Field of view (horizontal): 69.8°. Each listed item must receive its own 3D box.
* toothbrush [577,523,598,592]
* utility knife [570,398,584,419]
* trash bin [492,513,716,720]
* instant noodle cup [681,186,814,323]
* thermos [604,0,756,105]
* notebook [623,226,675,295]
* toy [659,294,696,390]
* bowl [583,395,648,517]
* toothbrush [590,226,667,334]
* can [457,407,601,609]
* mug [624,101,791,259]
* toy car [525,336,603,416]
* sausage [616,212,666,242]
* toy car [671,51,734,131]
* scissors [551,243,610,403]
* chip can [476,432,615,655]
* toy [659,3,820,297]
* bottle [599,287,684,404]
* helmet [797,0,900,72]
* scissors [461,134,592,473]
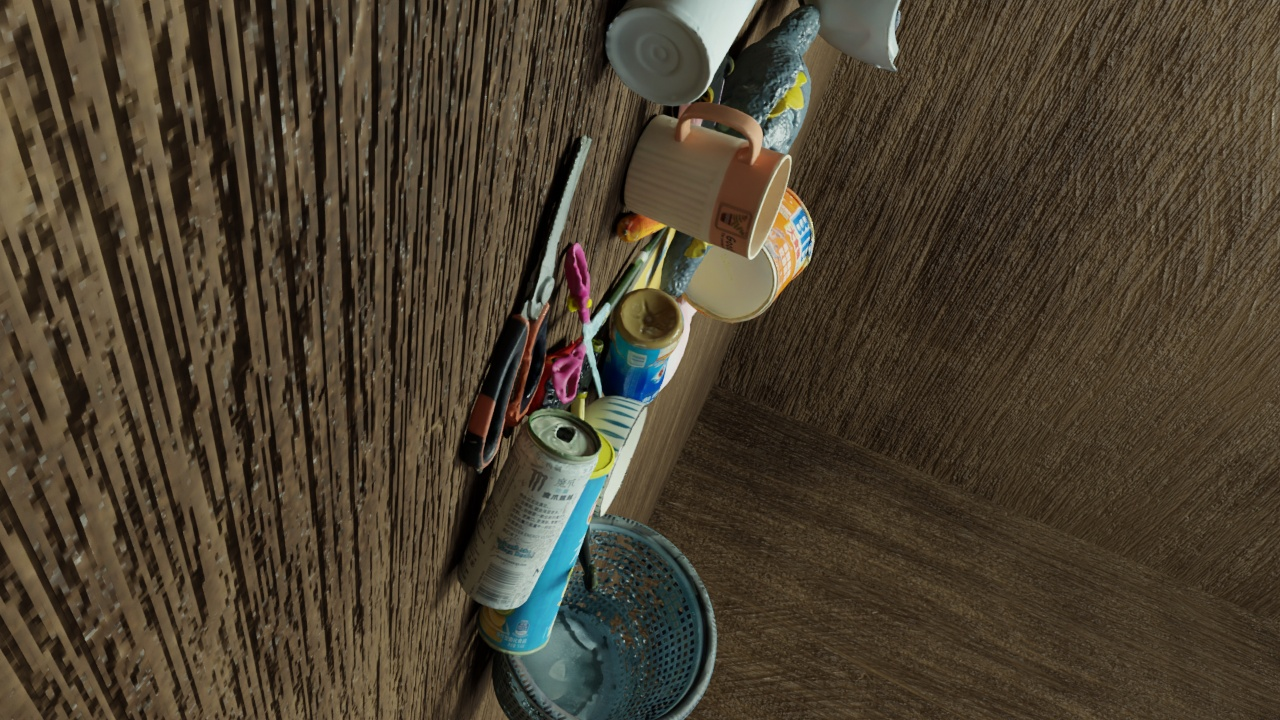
[{"bbox_3d":[-0.058,0.159,0.861,0.212,0.026,0.027,-124,-140,-72],"label":"toothbrush"},{"bbox_3d":[-0.057,0.079,0.807,0.031,0.018,0.163,-159,-114,-64],"label":"utility knife"},{"bbox_3d":[-0.063,0.303,0.961,0.196,0.226,0.225,-56,-177,49],"label":"trash bin"},{"bbox_3d":[0.110,-0.121,1.032,0.111,0.151,0.152,-56,167,-50],"label":"instant noodle cup"},{"bbox_3d":[0.051,-0.248,0.551,0.070,0.070,0.219,100,14,-60],"label":"thermos"},{"bbox_3d":[0.004,-0.062,1.000,0.207,0.010,0.145,101,14,-59],"label":"notebook"},{"bbox_3d":[0.032,-0.023,1.150,0.159,0.054,0.122,-60,178,-40],"label":"toy"},{"bbox_3d":[-0.044,0.084,0.875,0.116,0.066,0.116,24,88,-83],"label":"bowl"},{"bbox_3d":[-0.007,-0.088,0.831,0.185,0.017,0.012,-59,172,-38],"label":"toothbrush"},{"bbox_3d":[-0.081,0.107,0.652,0.147,0.058,0.058,-63,175,25],"label":"can"},{"bbox_3d":[0.051,-0.143,0.690,0.081,0.106,0.115,-59,165,-30],"label":"mug"},{"bbox_3d":[-0.057,0.011,0.690,0.106,0.031,0.049,-38,151,-66],"label":"toy car"},{"bbox_3d":[0.006,-0.119,0.787,0.165,0.021,0.021,-45,157,-71],"label":"sausage"},{"bbox_3d":[0.045,-0.202,0.746,0.123,0.037,0.056,99,19,-51],"label":"toy car"},{"bbox_3d":[-0.040,-0.016,0.641,0.135,0.017,0.133,-76,163,-44],"label":"scissors"},{"bbox_3d":[-0.084,0.154,0.781,0.071,0.071,0.211,-54,165,-60],"label":"chip can"},{"bbox_3d":[0.108,-0.232,0.919,0.355,0.091,0.138,-64,-179,-11],"label":"toy"},{"bbox_3d":[-0.005,0.005,0.900,0.219,0.065,0.065,107,9,-65],"label":"bottle"},{"bbox_3d":[0.250,-0.461,1.023,0.230,0.146,0.257,106,1,-51],"label":"helmet"},{"bbox_3d":[-0.064,-0.033,0.574,0.194,0.015,0.206,90,25,-70],"label":"scissors"}]
